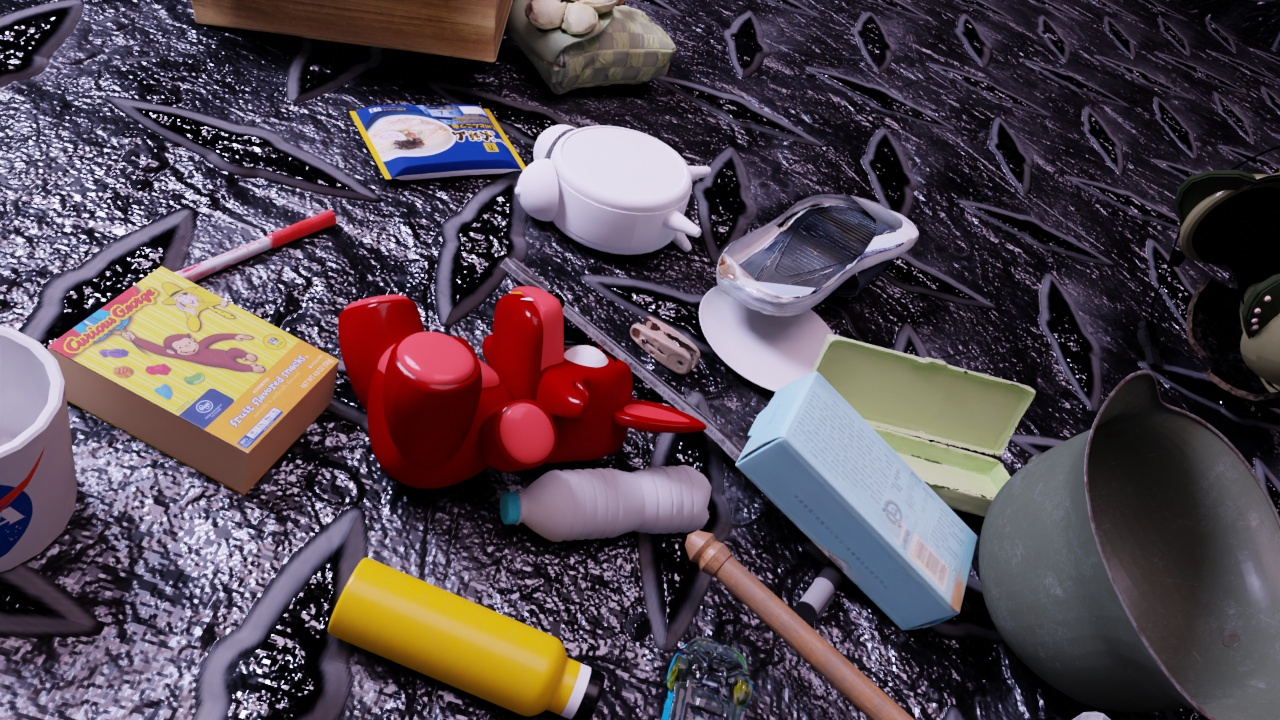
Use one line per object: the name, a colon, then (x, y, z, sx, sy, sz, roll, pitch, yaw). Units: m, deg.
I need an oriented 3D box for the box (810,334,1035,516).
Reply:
box: (0.219, 0.057, 0.707, 0.188, 0.098, 0.082, 12, 27, -12)

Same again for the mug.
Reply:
mug: (-0.342, 0.043, 0.436, 0.121, 0.090, 0.091, 3, 47, -25)

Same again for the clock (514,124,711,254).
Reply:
clock: (-0.024, -0.147, 0.816, 0.161, 0.073, 0.125, 15, 42, -2)

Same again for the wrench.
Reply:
wrench: (-0.004, 0.004, 0.683, 0.273, 0.010, 0.070, 39, 6, 16)

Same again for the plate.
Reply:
plate: (0.111, -0.018, 0.786, 0.134, 0.011, 0.134, 14, 43, -14)

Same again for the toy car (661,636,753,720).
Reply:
toy car: (0.031, 0.205, 0.503, 0.048, 0.032, 0.105, 22, 47, -6)

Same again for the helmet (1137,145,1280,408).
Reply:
helmet: (0.633, -0.059, 0.891, 0.233, 0.256, 0.249, 15, 44, -8)

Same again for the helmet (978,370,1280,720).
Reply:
helmet: (0.330, 0.138, 0.625, 0.267, 0.154, 0.227, -15, 75, -35)

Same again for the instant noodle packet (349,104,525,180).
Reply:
instant noodle packet: (-0.176, -0.192, 0.808, 0.134, 0.026, 0.087, -12, 57, -35)

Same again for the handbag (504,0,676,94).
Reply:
handbag: (-0.047, -0.354, 0.968, 0.186, 0.117, 0.113, -16, 55, -35)

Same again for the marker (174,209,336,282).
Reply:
marker: (-0.276, -0.079, 0.654, 0.013, 0.013, 0.141, 38, 43, 13)

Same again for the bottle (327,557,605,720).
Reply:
bottle: (-0.089, 0.153, 0.488, 0.143, 0.043, 0.043, 24, 41, -3)

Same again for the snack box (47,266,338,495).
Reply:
snack box: (-0.262, 0.009, 0.548, 0.126, 0.040, 0.088, 28, 41, 1)

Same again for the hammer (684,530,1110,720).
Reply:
hammer: (0.147, 0.207, 0.521, 0.317, 0.083, 0.162, 40, 43, 15)

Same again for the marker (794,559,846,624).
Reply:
marker: (0.148, 0.135, 0.646, 0.016, 0.016, 0.140, 40, 43, 14)

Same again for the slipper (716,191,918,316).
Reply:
slipper: (0.162, -0.091, 0.846, 0.111, 0.063, 0.263, 33, 39, 24)

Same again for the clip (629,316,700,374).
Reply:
clip: (0.018, -0.012, 0.725, 0.049, 0.026, 0.061, 0, 46, -25)

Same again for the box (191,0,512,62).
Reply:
box: (-0.245, -0.457, 0.781, 0.279, 0.337, 0.285, 7, 46, -6)

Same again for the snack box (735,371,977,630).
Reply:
snack box: (0.149, 0.096, 0.622, 0.174, 0.053, 0.074, 45, 45, -8)

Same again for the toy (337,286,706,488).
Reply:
toy: (-0.079, 0.014, 0.580, 0.196, 0.120, 0.158, -2, 15, -32)

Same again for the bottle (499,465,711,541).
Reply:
bottle: (-0.022, 0.091, 0.584, 0.136, 0.044, 0.044, 1, 47, -26)
